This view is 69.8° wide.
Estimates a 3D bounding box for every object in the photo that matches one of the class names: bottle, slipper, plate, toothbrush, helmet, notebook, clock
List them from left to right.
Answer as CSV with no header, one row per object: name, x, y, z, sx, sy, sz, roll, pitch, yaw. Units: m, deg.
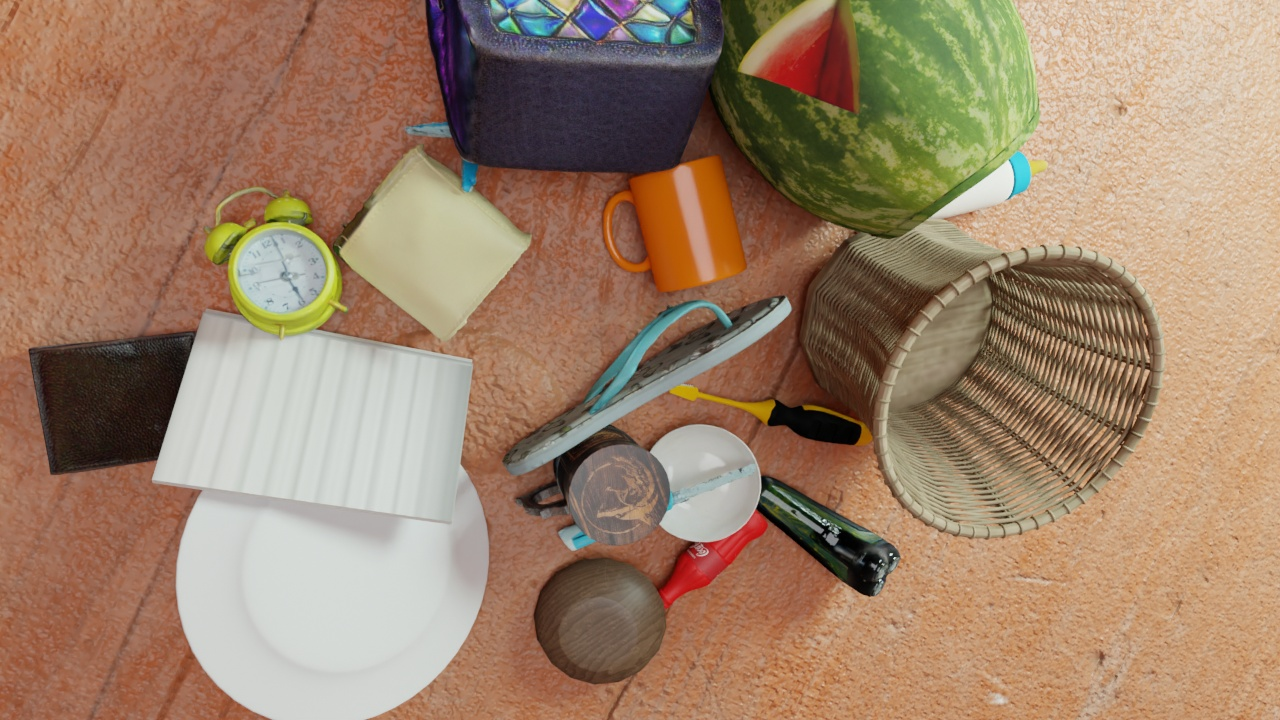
clock,-0.277,-0.074,0.698,0.083,0.057,0.119,-30,92,-17
notebook,-0.240,0.042,0.704,0.209,0.009,0.142,11,59,-16
plate,-0.224,0.157,0.709,0.242,0.016,0.242,6,80,-35
slipper,-0.005,0.004,0.761,0.269,0.098,0.055,-31,100,2
plate,0.053,0.106,0.809,0.104,0.026,0.104,1,95,7
bottle,0.061,0.176,0.822,0.119,0.036,0.036,-42,104,-4
toothbrush,0.119,0.047,0.823,0.196,0.030,0.031,14,111,-12
helmet,0.161,-0.225,0.687,0.214,0.242,0.247,-37,98,32
bottle,0.302,-0.161,0.826,0.146,0.051,0.051,-15,100,-11

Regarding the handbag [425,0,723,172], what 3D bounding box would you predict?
handbag,-0.051,-0.258,0.678,0.204,0.126,0.221,-2,61,-15

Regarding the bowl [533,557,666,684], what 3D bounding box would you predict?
bowl,-0.036,0.232,0.797,0.118,0.030,0.118,0,99,1

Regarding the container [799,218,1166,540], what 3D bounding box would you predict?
container,0.252,-0.004,0.740,0.226,0.196,0.227,-4,112,-11

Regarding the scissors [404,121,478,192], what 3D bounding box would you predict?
scissors,-0.131,-0.187,0.713,0.133,0.011,0.137,-15,79,-47

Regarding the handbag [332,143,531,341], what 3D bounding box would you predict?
handbag,-0.164,-0.093,0.716,0.119,0.081,0.111,40,95,-16

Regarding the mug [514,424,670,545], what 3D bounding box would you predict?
mug,-0.044,0.104,0.752,0.115,0.107,0.080,-24,102,-9

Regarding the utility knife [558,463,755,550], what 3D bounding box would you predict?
utility knife,0.015,0.122,0.795,0.181,0.015,0.022,-24,97,5

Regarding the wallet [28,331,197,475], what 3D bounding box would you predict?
wallet,-0.394,0.032,0.702,0.120,0.031,0.099,-7,101,-15

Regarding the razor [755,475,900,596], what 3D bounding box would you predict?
razor,0.166,0.155,0.831,0.151,0.067,0.054,36,84,-7

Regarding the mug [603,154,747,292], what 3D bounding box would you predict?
mug,0.023,-0.110,0.762,0.113,0.077,0.096,-12,101,17
